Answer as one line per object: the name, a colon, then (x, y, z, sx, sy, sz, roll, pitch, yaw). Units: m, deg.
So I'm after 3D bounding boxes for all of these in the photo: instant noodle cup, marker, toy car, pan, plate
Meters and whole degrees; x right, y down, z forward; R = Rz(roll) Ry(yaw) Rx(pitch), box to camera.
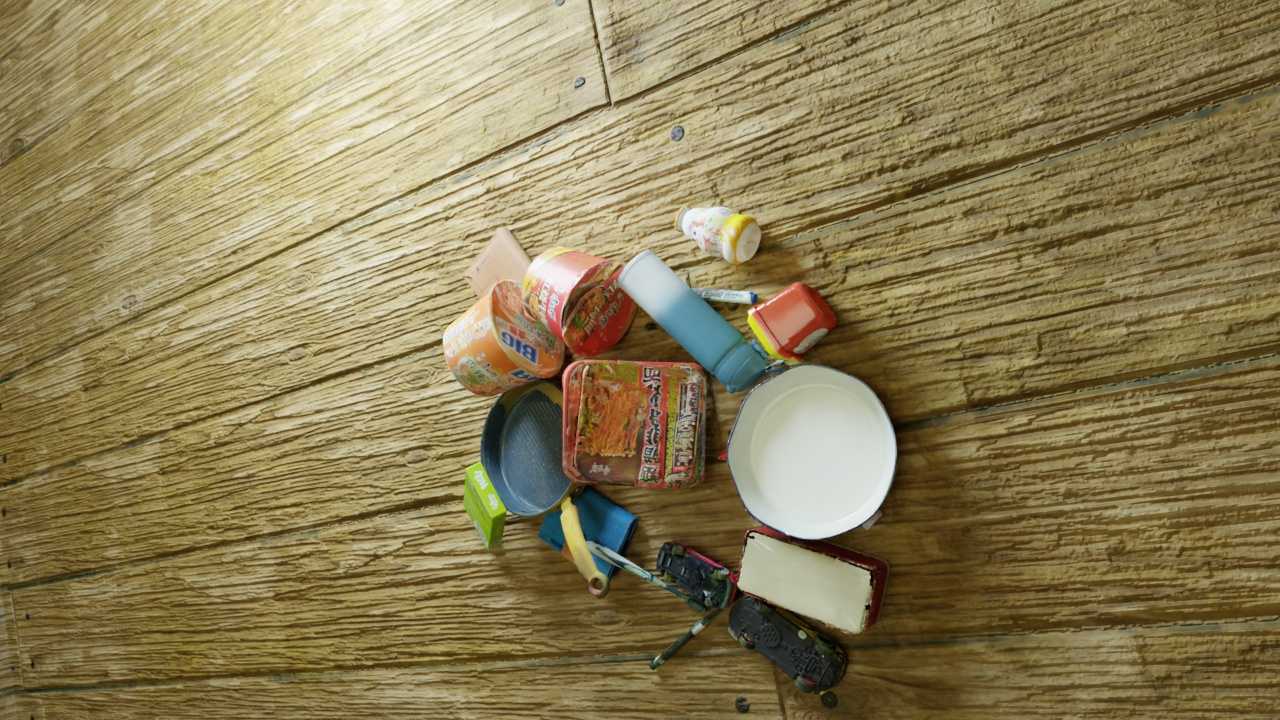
instant noodle cup: (-0.196, -0.024, 1.289, 0.112, 0.151, 0.151, -28, 77, 28)
instant noodle cup: (-0.008, 0.081, 1.200, 0.189, 0.079, 0.164, 3, 92, 2)
instant noodle cup: (-0.086, -0.088, 1.246, 0.109, 0.137, 0.138, 29, 106, 37)
marker: (0.084, -0.086, 1.199, 0.146, 0.016, 0.017, 7, 95, 32)
toy car: (0.076, 0.277, 1.196, 0.121, 0.045, 0.053, 26, 106, 36)
toy car: (0.181, 0.346, 1.135, 0.156, 0.041, 0.071, 30, 106, 26)
pan: (-0.118, 0.177, 1.263, 0.198, 0.078, 0.357, -50, 57, 21)
plate: (0.206, 0.109, 1.094, 0.205, 0.045, 0.204, -5, 80, 27)

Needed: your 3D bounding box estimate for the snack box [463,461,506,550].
snack box: (-0.229, 0.216, 1.345, 0.085, 0.026, 0.157, 57, 156, 19)

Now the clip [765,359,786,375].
clip: (0.168, 0.007, 1.126, 0.024, 0.056, 0.028, -21, 81, 17)

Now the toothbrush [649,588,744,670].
toothbrush: (0.071, 0.358, 1.218, 0.186, 0.017, 0.012, -47, 55, 24)

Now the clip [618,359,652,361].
clip: (-0.007, 0.009, 1.261, 0.056, 0.014, 0.041, -5, 89, 32)

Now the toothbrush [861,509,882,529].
toothbrush: (0.212, 0.139, 1.125, 0.189, 0.021, 0.029, 37, 72, 27)

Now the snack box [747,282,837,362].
snack box: (0.185, -0.046, 1.096, 0.080, 0.091, 0.082, -38, 72, 20)

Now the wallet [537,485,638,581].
wallet: (-0.076, 0.237, 1.298, 0.133, 0.040, 0.106, 29, 102, 29)

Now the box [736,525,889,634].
box: (0.202, 0.262, 1.099, 0.168, 0.078, 0.091, 14, 98, 32)

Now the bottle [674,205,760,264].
bottle: (0.096, -0.164, 1.163, 0.108, 0.063, 0.063, 25, 104, 29)

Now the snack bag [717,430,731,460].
snack bag: (0.143, 0.133, 1.162, 0.105, 0.026, 0.045, 36, 100, 25)

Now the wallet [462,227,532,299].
wallet: (-0.199, -0.117, 1.369, 0.108, 0.031, 0.131, -46, 68, 23)

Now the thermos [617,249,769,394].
thermos: (0.068, -0.049, 1.171, 0.220, 0.070, 0.070, 44, 113, 15)

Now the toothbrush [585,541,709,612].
toothbrush: (0.006, 0.291, 1.236, 0.192, 0.018, 0.016, 25, 98, 16)
